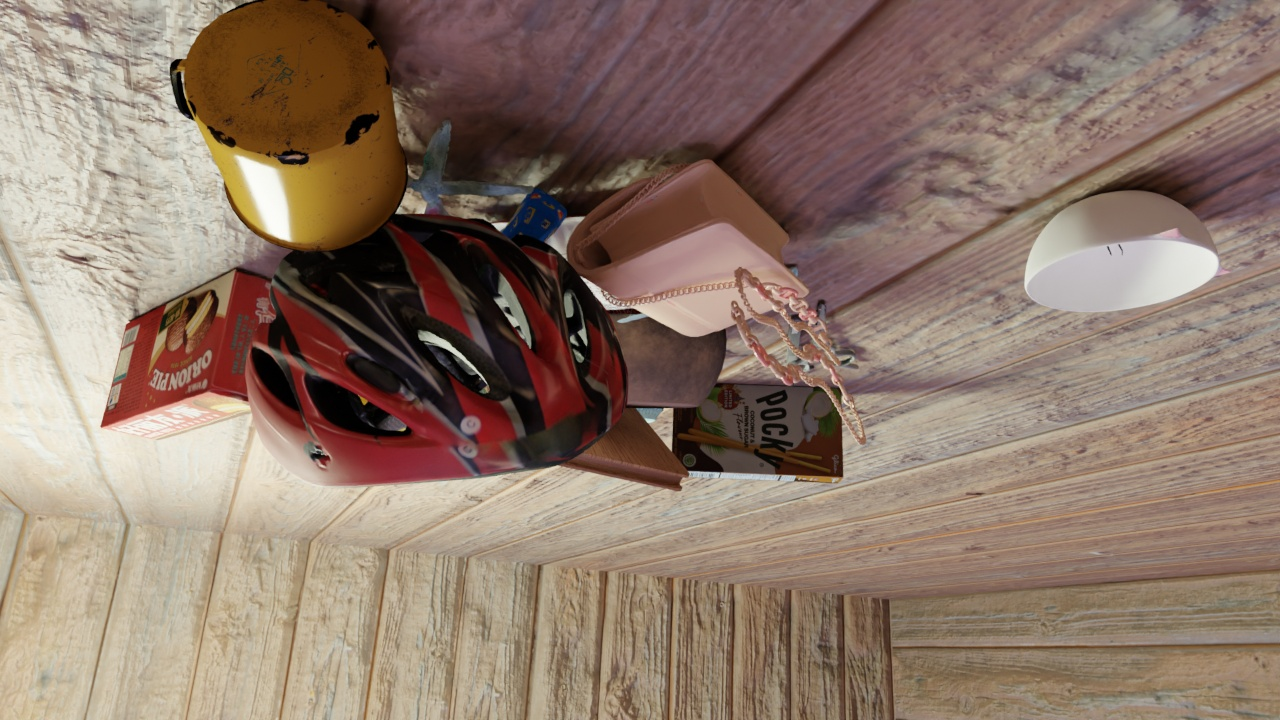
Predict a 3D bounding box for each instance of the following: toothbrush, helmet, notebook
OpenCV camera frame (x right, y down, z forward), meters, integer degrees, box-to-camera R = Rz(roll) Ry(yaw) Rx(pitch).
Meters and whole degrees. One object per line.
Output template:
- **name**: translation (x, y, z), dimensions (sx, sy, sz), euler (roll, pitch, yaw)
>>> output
- **toothbrush**: translation (0.149, -0.009, 0.902), dimensions (0.013, 0.013, 0.167), euler (0, 158, 7)
- **helmet**: translation (-0.129, -0.006, 0.577), dimensions (0.216, 0.167, 0.272), euler (-20, -155, -40)
- **notebook**: translation (-0.068, 0.044, 0.864), dimensions (0.169, 0.022, 0.210), euler (17, -162, -34)

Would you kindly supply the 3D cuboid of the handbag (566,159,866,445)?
- **handbag**: translation (0.042, -0.021, 0.605), dimensions (0.117, 0.187, 0.198), euler (-26, 155, 22)

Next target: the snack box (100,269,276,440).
- **snack box**: translation (-0.418, 0.002, 0.858), dimensions (0.237, 0.113, 0.060), euler (-14, 154, 39)

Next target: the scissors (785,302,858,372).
- **scissors**: translation (0.180, -0.019, 0.865), dimensions (0.120, 0.014, 0.160), euler (-5, 154, -15)

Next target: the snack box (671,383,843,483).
- **snack box**: translation (0.128, 0.080, 1.021), dimensions (0.186, 0.101, 0.032), euler (2, 161, 2)

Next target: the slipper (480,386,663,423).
- **slipper**: translation (-0.082, 0.067, 1.012), dimensions (0.275, 0.069, 0.116), euler (8, 161, -45)

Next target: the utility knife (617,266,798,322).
- **utility knife**: translation (0.053, -0.049, 0.732), dimensions (0.148, 0.015, 0.022), euler (-15, 164, -3)

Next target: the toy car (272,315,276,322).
- **toy car**: translation (-0.269, -0.053, 0.753), dimensions (0.040, 0.037, 0.092), euler (18, 123, -34)

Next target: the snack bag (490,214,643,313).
- **snack bag**: translation (-0.055, -0.067, 0.715), dimensions (0.131, 0.039, 0.144), euler (-1, 154, 17)

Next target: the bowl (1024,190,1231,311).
- **bowl**: translation (0.319, -0.077, 0.617), dimensions (0.115, 0.050, 0.115), euler (3, 161, 1)

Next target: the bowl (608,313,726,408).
- **bowl**: translation (-0.005, 0.005, 0.818), dimensions (0.162, 0.070, 0.162), euler (1, 174, 0)

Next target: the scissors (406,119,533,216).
- **scissors**: translation (-0.154, -0.109, 0.635), dimensions (0.170, 0.013, 0.175), euler (1, 152, 6)

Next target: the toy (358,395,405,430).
- **toy**: translation (-0.246, 0.063, 1.041), dimensions (0.207, 0.092, 0.134), euler (-15, -175, -28)

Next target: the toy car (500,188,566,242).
- **toy car**: translation (-0.081, -0.081, 0.628), dimensions (0.033, 0.061, 0.092), euler (36, 129, -13)

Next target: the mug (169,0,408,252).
- **mug**: translation (-0.189, -0.127, 0.483), dimensions (0.123, 0.100, 0.094), euler (18, 158, -3)
